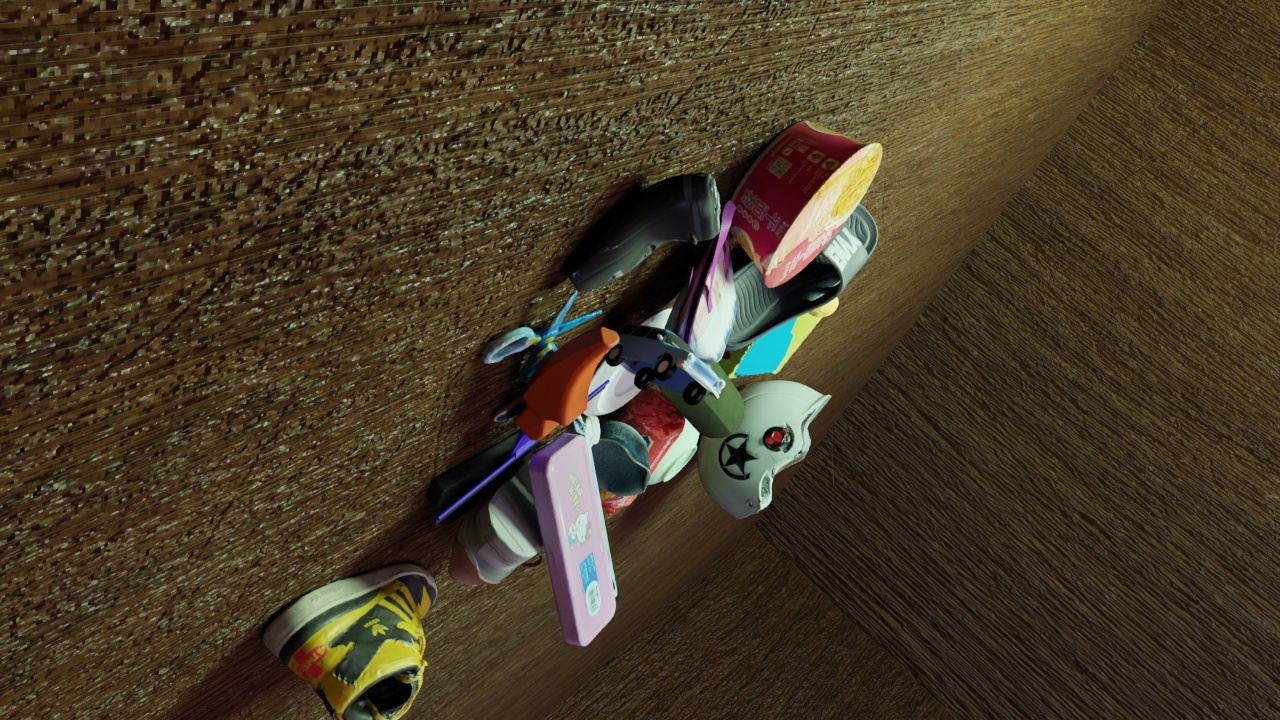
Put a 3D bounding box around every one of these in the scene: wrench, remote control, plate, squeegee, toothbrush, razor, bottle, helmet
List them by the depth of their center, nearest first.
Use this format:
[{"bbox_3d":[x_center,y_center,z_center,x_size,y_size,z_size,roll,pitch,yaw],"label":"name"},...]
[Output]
[{"bbox_3d":[0.006,-0.098,0.739,0.140,0.063,0.053,-36,162,2],"label":"razor"},{"bbox_3d":[-0.071,0.027,0.802,0.248,0.055,0.185,-39,175,-44],"label":"squeegee"},{"bbox_3d":[-0.086,0.024,0.872,0.134,0.017,0.022,-36,155,-36],"label":"toothbrush"},{"bbox_3d":[-0.148,0.100,0.892,0.136,0.015,0.032,-30,156,-45],"label":"remote control"},{"bbox_3d":[-0.006,0.006,1.033,0.156,0.014,0.157,-43,163,-17],"label":"plate"},{"bbox_3d":[0.061,0.025,1.061,0.071,0.071,0.207,-47,147,-3],"label":"bottle"},{"bbox_3d":[-0.083,0.141,1.074,0.009,0.047,0.274,-1,147,-19],"label":"wrench"},{"bbox_3d":[0.199,0.134,1.577,0.264,0.164,0.236,-56,166,7],"label":"helmet"}]

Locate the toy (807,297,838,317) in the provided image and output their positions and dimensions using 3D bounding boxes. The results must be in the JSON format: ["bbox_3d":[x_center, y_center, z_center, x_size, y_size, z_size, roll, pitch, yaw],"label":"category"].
[{"bbox_3d":[0.215,-0.118,1.172,0.067,0.105,0.137,-28,-147,41],"label":"toy"}]

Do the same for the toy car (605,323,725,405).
[{"bbox_3d":[0.021,0.000,0.873,0.056,0.153,0.054,39,76,-32],"label":"toy car"}]

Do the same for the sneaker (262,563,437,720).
[{"bbox_3d":[-0.238,0.270,0.873,0.086,0.122,0.238,-49,162,9],"label":"sneaker"}]

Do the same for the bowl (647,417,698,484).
[{"bbox_3d":[0.028,0.117,1.264,0.150,0.077,0.151,-43,164,-16],"label":"bowl"}]

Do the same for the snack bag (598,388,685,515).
[{"bbox_3d":[-0.012,0.112,1.156,0.082,0.082,0.177,-23,150,-55],"label":"snack bag"}]

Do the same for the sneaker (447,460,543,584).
[{"bbox_3d":[-0.137,0.174,0.953,0.089,0.099,0.236,-34,175,11],"label":"sneaker"}]

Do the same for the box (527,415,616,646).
[{"bbox_3d":[-0.060,0.164,0.937,0.148,0.051,0.214,-72,155,-68],"label":"box"}]

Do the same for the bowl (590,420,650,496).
[{"bbox_3d":[-0.032,0.107,1.079,0.111,0.110,0.055,109,6,-54],"label":"bowl"}]

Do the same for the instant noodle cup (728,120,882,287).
[{"bbox_3d":[0.159,-0.167,0.941,0.178,0.078,0.179,-43,163,-18],"label":"instant noodle cup"}]

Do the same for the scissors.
[{"bbox_3d":[-0.084,-0.019,0.772,0.130,0.014,0.126,-26,161,-45],"label":"scissors"}]

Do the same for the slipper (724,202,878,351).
[{"bbox_3d":[0.178,-0.107,1.048,0.267,0.111,0.083,-35,-167,-18],"label":"slipper"}]

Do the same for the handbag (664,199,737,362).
[{"bbox_3d":[0.067,-0.088,0.910,0.170,0.068,0.144,95,14,-49],"label":"handbag"}]

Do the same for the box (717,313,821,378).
[{"bbox_3d":[0.155,-0.047,1.211,0.124,0.082,0.220,-54,159,18],"label":"box"}]
